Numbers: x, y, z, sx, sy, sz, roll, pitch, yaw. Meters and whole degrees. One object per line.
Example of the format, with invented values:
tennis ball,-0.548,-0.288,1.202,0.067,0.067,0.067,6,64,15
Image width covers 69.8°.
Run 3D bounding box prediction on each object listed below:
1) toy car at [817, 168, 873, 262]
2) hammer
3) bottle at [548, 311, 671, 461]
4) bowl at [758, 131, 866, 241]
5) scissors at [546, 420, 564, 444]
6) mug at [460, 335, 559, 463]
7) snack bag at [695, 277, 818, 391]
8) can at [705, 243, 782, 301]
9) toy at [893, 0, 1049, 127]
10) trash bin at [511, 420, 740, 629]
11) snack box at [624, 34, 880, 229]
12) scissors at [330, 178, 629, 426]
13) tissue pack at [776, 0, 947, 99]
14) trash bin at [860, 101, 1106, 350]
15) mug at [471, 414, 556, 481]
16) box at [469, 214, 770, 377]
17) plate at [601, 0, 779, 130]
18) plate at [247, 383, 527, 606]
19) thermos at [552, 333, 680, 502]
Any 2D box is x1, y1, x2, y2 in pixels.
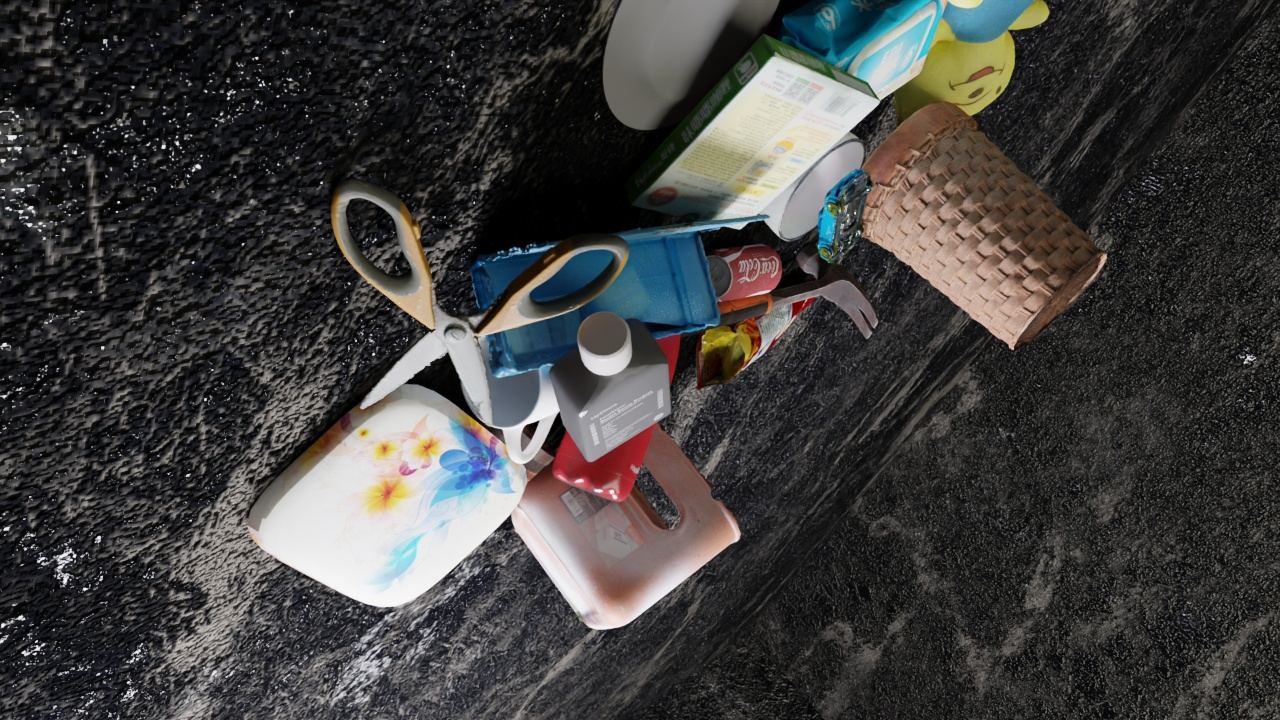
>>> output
toy car,0.190,-0.139,0.871,0.048,0.032,0.105,-36,151,-20
hammer,0.126,-0.051,1.001,0.313,0.137,0.035,-16,143,-35
bottle,-0.022,0.015,0.693,0.083,0.046,0.174,-31,160,-10
bowl,0.149,-0.177,0.868,0.116,0.065,0.116,-36,156,-20
scissors,-0.137,0.115,0.953,0.146,0.014,0.142,-10,142,-54
mug,-0.091,0.027,0.766,0.087,0.081,0.114,-13,104,-61
snack bag,0.154,-0.034,1.132,0.207,0.066,0.139,-25,156,-43
can,0.103,-0.092,0.952,0.096,0.054,0.054,-15,143,-50
toy,0.321,-0.317,0.897,0.149,0.084,0.214,-17,151,-11
trash bin,-0.031,0.171,0.962,0.157,0.181,0.260,-36,172,-16
snack box,0.087,-0.172,0.727,0.131,0.027,0.168,4,146,-43
scissors,-0.109,-0.036,0.603,0.229,0.016,0.225,-16,134,1
tissue pack,0.188,-0.270,0.782,0.208,0.066,0.117,-37,158,-23
trash bin,0.322,-0.127,0.881,0.151,0.210,0.151,-35,157,-18
mug,-0.140,0.096,0.843,0.107,0.080,0.116,-44,172,1
box,-0.002,-0.057,0.709,0.231,0.094,0.112,-13,-178,-41
plate,0.045,-0.239,0.654,0.178,0.012,0.179,-36,156,-19
plate,-0.196,0.119,0.745,0.187,0.016,0.187,-42,131,1
thermos,-0.005,0.005,0.826,0.239,0.073,0.073,-69,160,-11
